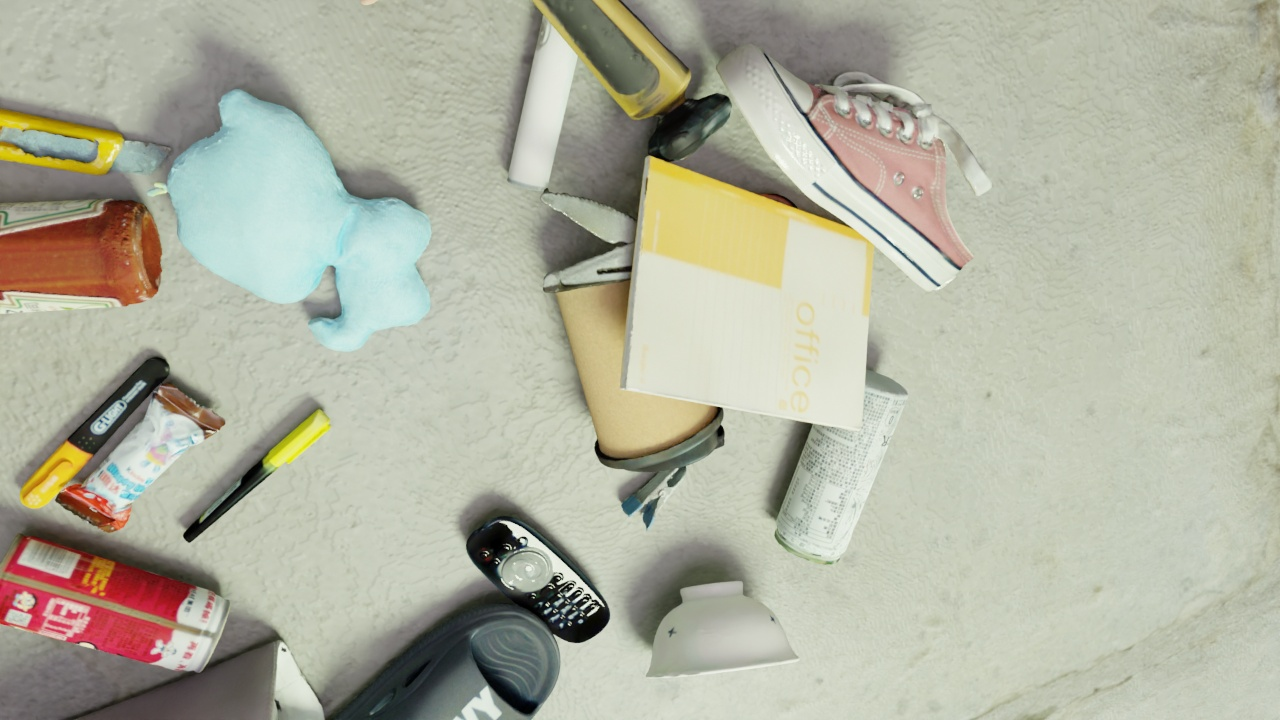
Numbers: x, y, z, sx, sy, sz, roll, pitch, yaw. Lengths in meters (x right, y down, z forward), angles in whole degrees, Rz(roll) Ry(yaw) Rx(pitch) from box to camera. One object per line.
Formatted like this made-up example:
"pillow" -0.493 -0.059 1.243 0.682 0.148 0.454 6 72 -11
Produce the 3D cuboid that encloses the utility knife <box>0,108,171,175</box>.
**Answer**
"utility knife" -0.351 -0.125 0.493 0.177 0.015 0.033 8 111 -20

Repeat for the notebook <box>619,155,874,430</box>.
"notebook" 0.079 -0.036 0.603 0.206 0.010 0.145 12 80 -34

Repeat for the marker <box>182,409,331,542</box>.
"marker" -0.251 0.077 0.600 0.124 0.018 0.015 -41 111 2

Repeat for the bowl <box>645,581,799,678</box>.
"bowl" 0.059 0.207 0.712 0.118 0.118 0.064 -1 71 -17

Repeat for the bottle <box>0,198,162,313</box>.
"bottle" -0.374 -0.053 0.491 0.206 0.059 0.060 -5 112 -15

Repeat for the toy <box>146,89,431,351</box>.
"toy" -0.201 -0.076 0.540 0.156 0.050 0.162 -4 119 -23

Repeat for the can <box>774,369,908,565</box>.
"can" 0.152 0.079 0.702 0.058 0.058 0.147 11 106 -21

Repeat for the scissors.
"scissors" 0.036 -0.062 0.589 0.224 0.015 0.188 49 62 -24

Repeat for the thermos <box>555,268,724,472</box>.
"thermos" -0.004 0.004 0.613 0.093 0.093 0.143 -23 107 -8

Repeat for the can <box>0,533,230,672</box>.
"can" -0.338 0.157 0.585 0.132 0.053 0.053 27 101 -24

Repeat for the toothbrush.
"toothbrush" -0.043 -0.212 0.547 0.026 0.027 0.221 3 110 -36

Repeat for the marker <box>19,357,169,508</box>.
"marker" -0.335 0.044 0.564 0.124 0.015 0.018 -46 120 2

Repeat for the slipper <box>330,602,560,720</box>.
"slipper" -0.166 0.291 0.672 0.268 0.083 0.110 -38 116 4

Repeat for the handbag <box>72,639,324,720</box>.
"handbag" -0.313 0.287 0.593 0.197 0.145 0.098 -21 112 -8

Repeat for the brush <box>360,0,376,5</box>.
"brush" -0.115 -0.258 0.492 0.145 0.063 0.073 -42 146 3

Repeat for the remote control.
"remote control" -0.075 0.161 0.683 0.053 0.024 0.136 -37 116 6

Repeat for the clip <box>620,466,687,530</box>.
"clip" 0.014 0.098 0.687 0.044 0.027 0.058 38 92 -18

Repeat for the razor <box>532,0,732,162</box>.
"razor" -0.011 -0.178 0.535 0.062 0.067 0.167 -29 135 25

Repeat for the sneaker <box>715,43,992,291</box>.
"sneaker" 0.151 -0.136 0.594 0.241 0.118 0.088 32 116 -31

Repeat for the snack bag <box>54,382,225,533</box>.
"snack bag" -0.311 0.062 0.572 0.105 0.026 0.045 -46 113 1
